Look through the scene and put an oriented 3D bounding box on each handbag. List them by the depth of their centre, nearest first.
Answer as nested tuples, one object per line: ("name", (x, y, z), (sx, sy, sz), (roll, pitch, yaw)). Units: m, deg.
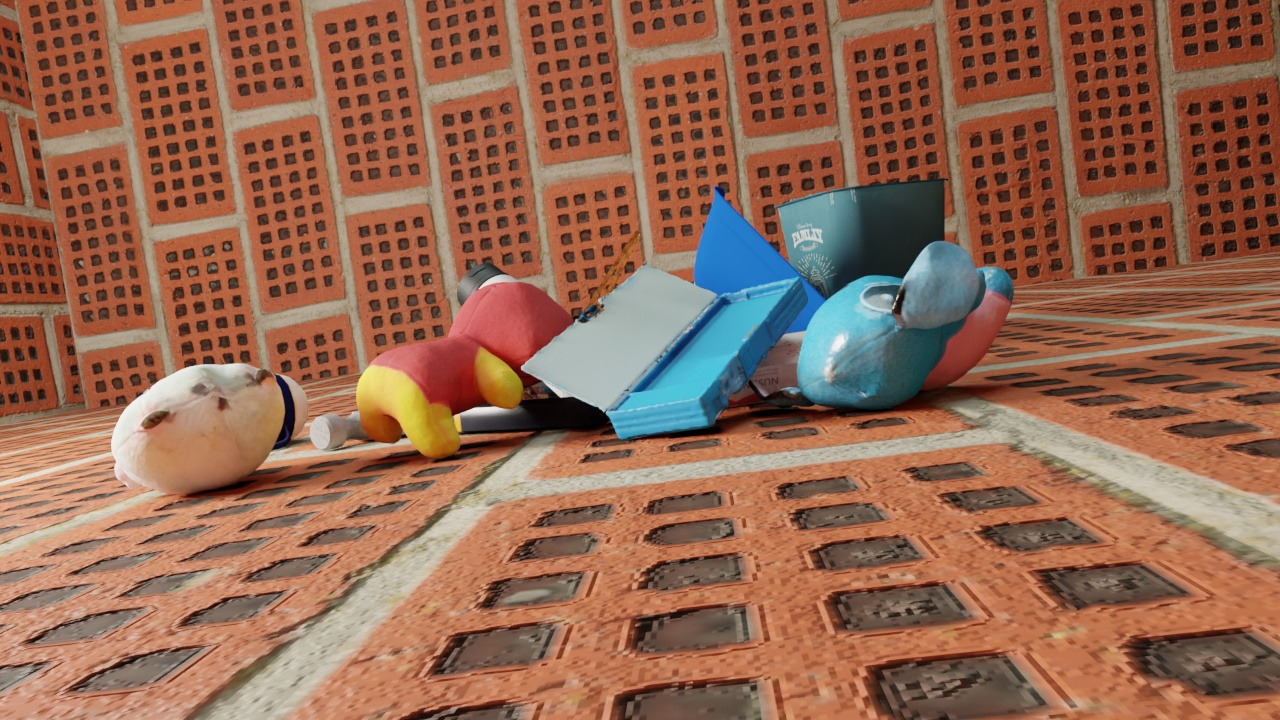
("handbag", (-0.058, -0.079, 1.135), (0.043, 0.196, 0.093), (30, 1, 5))

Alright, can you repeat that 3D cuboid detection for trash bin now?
("trash bin", (0.316, -0.127, 1.280), (0.199, 0.218, 0.197), (-9, 4, -19))

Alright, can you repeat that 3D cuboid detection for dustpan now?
("dustpan", (0.135, -0.055, 1.139), (0.059, 0.245, 0.258), (-36, -12, -38))

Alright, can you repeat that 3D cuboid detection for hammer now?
("hammer", (-0.167, 0.057, 0.898), (0.313, 0.035, 0.139), (-5, 3, 33))

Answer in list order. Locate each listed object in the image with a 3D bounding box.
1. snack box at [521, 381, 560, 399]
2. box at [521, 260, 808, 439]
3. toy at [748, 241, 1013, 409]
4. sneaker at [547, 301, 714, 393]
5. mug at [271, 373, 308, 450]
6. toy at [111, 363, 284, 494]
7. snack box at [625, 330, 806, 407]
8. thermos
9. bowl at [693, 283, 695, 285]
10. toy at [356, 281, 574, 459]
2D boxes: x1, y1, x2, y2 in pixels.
("snack box", (-0.173, 0.033, 1.166), (0.145, 0.040, 0.142), (-4, 2, -7))
("box", (0.031, -0.012, 0.806), (0.176, 0.060, 0.242), (9, 30, 25))
("toy", (0.197, -0.010, 0.727), (0.191, 0.099, 0.225), (-8, -24, -39))
("sneaker", (-0.002, -0.030, 1.084), (0.244, 0.111, 0.092), (-5, -38, -13))
("mug", (-0.422, 0.064, 1.035), (0.112, 0.086, 0.089), (38, 29, 31))
("toy", (-0.373, 0.067, 0.770), (0.180, 0.101, 0.138), (-31, -1, 44))
("snack box", (0.123, 0.008, 0.865), (0.273, 0.044, 0.076), (-9, 23, -7))
("thermos", (-0.113, -0.020, 0.995), (0.068, 0.101, 0.230), (-37, 55, -23))
("bowl", (0.129, -0.052, 1.255), (0.175, 0.174, 0.067), (-4, 36, 46))
("toy", (-0.147, 0.000, 0.827), (0.148, 0.099, 0.215), (15, 39, 37))
